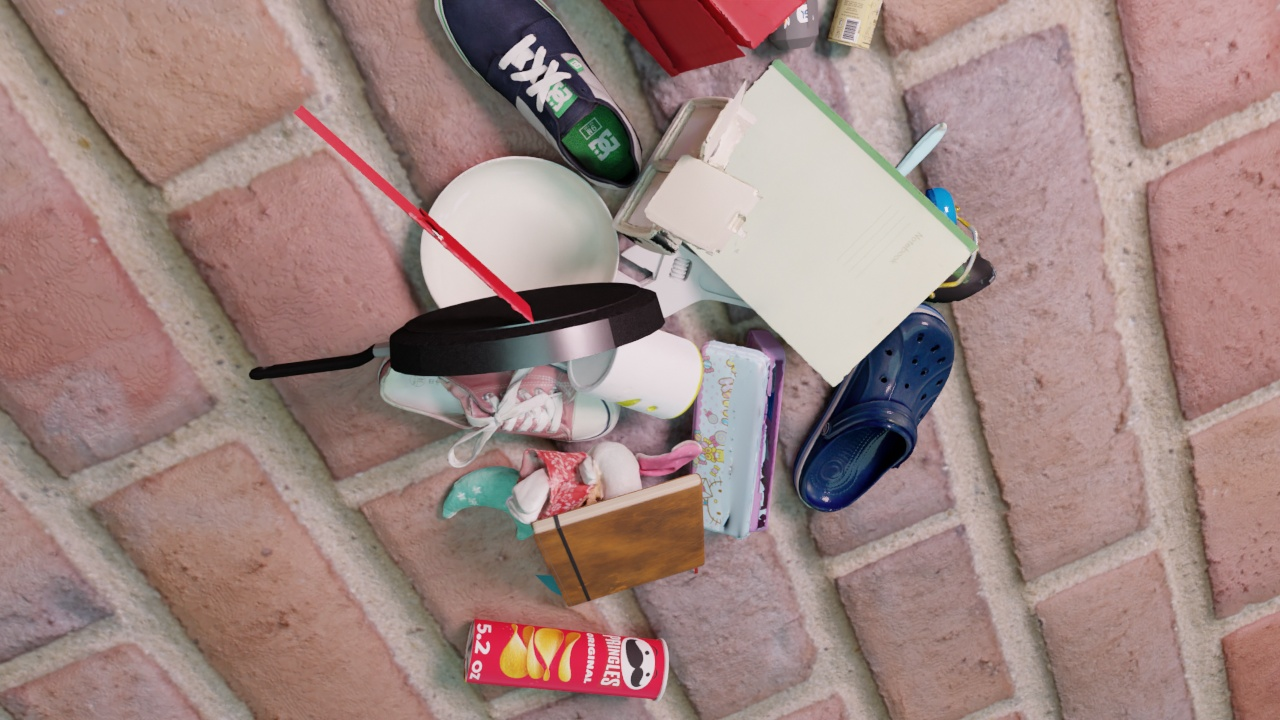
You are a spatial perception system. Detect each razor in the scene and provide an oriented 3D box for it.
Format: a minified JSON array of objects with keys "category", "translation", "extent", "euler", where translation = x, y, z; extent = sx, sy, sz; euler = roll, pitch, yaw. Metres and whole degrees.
[{"category":"razor","translation":[0.280,-0.094,0.926],"extent":[0.151,0.054,0.067],"euler":[8,96,-5]}]

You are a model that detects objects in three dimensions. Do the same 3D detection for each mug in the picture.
[{"category":"mug","translation":[-0.005,0.005,0.882],"extent":[0.106,0.082,0.083],"euler":[19,109,-36]}]

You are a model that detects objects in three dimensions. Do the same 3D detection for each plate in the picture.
[{"category":"plate","translation":[-0.112,-0.102,0.861],"extent":[0.182,0.034,0.182],"euler":[-3,113,-8]}]

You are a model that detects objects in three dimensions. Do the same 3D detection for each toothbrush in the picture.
[{"category":"toothbrush","translation":[0.237,-0.162,0.905],"extent":[0.016,0.016,0.181],"euler":[37,102,-21]}]

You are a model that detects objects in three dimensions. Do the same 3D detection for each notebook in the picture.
[{"category":"notebook","translation":[-0.021,0.196,0.941],"extent":[0.178,0.014,0.250],"euler":[-16,149,-5]},{"category":"notebook","translation":[0.153,-0.126,0.847],"extent":[0.252,0.010,0.182],"euler":[45,100,5]}]

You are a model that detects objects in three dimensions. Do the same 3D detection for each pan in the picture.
[{"category":"pan","translation":[-0.158,-0.021,0.761],"extent":[0.356,0.225,0.034],"euler":[-7,102,6]}]

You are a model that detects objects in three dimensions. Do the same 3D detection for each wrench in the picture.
[{"category":"wrench","translation":[0.104,-0.061,0.924],"extent":[0.273,0.018,0.087],"euler":[14,110,-16]}]

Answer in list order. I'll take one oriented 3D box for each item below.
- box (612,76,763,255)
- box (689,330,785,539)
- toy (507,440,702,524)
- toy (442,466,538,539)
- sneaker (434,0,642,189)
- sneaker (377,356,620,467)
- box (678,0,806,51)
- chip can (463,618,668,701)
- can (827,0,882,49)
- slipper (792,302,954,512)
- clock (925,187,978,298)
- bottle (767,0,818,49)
[{"category":"box","translation":[0.040,-0.163,0.762],"extent":[0.069,0.191,0.143],"euler":[30,89,-28]},{"category":"box","translation":[0.104,0.080,0.941],"extent":[0.096,0.077,0.214],"euler":[-14,118,-33]},{"category":"toy","translation":[-0.044,0.124,0.908],"extent":[0.193,0.084,0.159],"euler":[4,139,-42]},{"category":"toy","translation":[-0.147,0.149,0.964],"extent":[0.105,0.033,0.085],"euler":[24,117,-19]},{"category":"sneaker","translation":[-0.080,-0.240,0.784],"extent":[0.084,0.079,0.235],"euler":[-41,112,10]},{"category":"sneaker","translation":[-0.133,0.039,0.888],"extent":[0.241,0.087,0.118],"euler":[9,111,-12]},{"category":"box","translation":[0.101,-0.410,0.682],"extent":[0.326,0.152,0.213],"euler":[-39,113,24]},{"category":"chip can","translation":[-0.084,0.337,1.031],"extent":[0.220,0.069,0.069],"euler":[10,110,-13]},{"category":"can","translation":[0.196,-0.322,0.817],"extent":[0.038,0.038,0.080],"euler":[8,111,-13]},{"category":"slipper","translation":[0.252,0.063,0.961],"extent":[0.105,0.095,0.253],"euler":[23,111,-15]},{"category":"clock","translation":[0.235,-0.118,0.868],"extent":[0.161,0.060,0.117],"euler":[16,95,10]},{"category":"bottle","translation":[0.130,-0.330,0.799],"extent":[0.047,0.047,0.112],"euler":[-11,114,-5]}]
